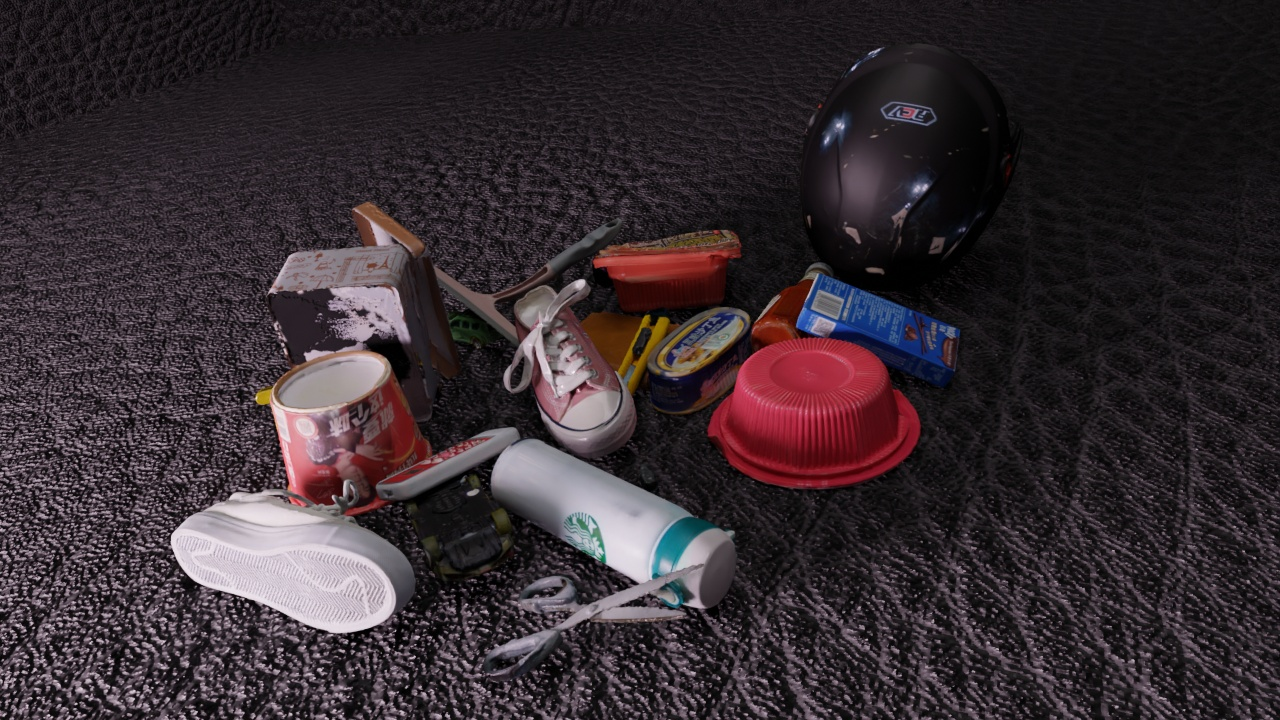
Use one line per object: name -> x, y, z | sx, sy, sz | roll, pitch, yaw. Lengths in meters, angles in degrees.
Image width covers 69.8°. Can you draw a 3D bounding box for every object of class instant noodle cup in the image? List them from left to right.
instant noodle cup -> -0.273, 0.063, 0.853 | 0.138, 0.109, 0.137 | -6, 31, 3
instant noodle cup -> 0.037, -0.104, 1.068 | 0.164, 0.079, 0.188 | -4, 10, 8
instant noodle cup -> 0.157, 0.036, 0.844 | 0.194, 0.066, 0.193 | -6, 31, 4

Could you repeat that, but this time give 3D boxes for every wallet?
wallet -> -0.018, -0.020, 1.009 | 0.131, 0.035, 0.118 | 13, 37, 30

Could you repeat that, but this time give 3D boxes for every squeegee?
squeegee -> -0.116, -0.111, 1.124 | 0.249, 0.040, 0.248 | -33, 51, -29

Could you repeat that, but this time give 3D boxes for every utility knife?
utility knife -> -0.006, 0.005, 0.937 | 0.033, 0.015, 0.164 | 6, 53, 27

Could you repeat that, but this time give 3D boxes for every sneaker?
sneaker -> -0.261, 0.148, 0.736 | 0.243, 0.089, 0.090 | 3, 27, 29
sneaker -> -0.080, -0.005, 0.906 | 0.118, 0.088, 0.241 | -29, 46, 0

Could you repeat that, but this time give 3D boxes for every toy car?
toy car -> -0.152, 0.136, 0.764 | 0.070, 0.042, 0.158 | -19, 21, -17
toy car -> -0.202, -0.041, 1.091 | 0.091, 0.036, 0.043 | 6, 34, 29

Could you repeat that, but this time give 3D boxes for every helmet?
helmet -> 0.297, -0.215, 1.049 | 0.234, 0.275, 0.229 | 20, 66, 19

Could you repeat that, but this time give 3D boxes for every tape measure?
tape measure -> -0.034, -0.121, 1.182 | 0.058, 0.039, 0.057 | -9, 30, -2

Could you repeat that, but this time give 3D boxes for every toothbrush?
toothbrush -> -0.337, 0.018, 1.038 | 0.190, 0.016, 0.016 | -15, 24, -12
toothbrush -> 0.028, 0.140, 0.744 | 0.014, 0.017, 0.189 | -19, 33, -8

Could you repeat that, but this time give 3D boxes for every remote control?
remote control -> -0.173, 0.092, 0.836 | 0.056, 0.020, 0.135 | -12, 11, 47

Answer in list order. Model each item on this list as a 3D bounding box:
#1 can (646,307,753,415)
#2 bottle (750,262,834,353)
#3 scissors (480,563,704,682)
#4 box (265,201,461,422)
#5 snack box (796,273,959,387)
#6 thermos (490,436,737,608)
can -> 0.064, -0.002, 0.946 | 0.075, 0.049, 0.147 | 15, 37, 34
bottle -> 0.175, -0.058, 1.010 | 0.060, 0.060, 0.205 | 6, 28, 22
scissors -> -0.039, 0.176, 0.640 | 0.159, 0.014, 0.175 | -38, 19, -15
box -> -0.274, -0.057, 0.966 | 0.153, 0.183, 0.180 | -5, 37, -1
snack box -> 0.241, -0.032, 0.927 | 0.157, 0.026, 0.084 | 23, 37, 8
thermos -> -0.025, 0.127, 0.722 | 0.224, 0.073, 0.073 | 19, 39, 40
